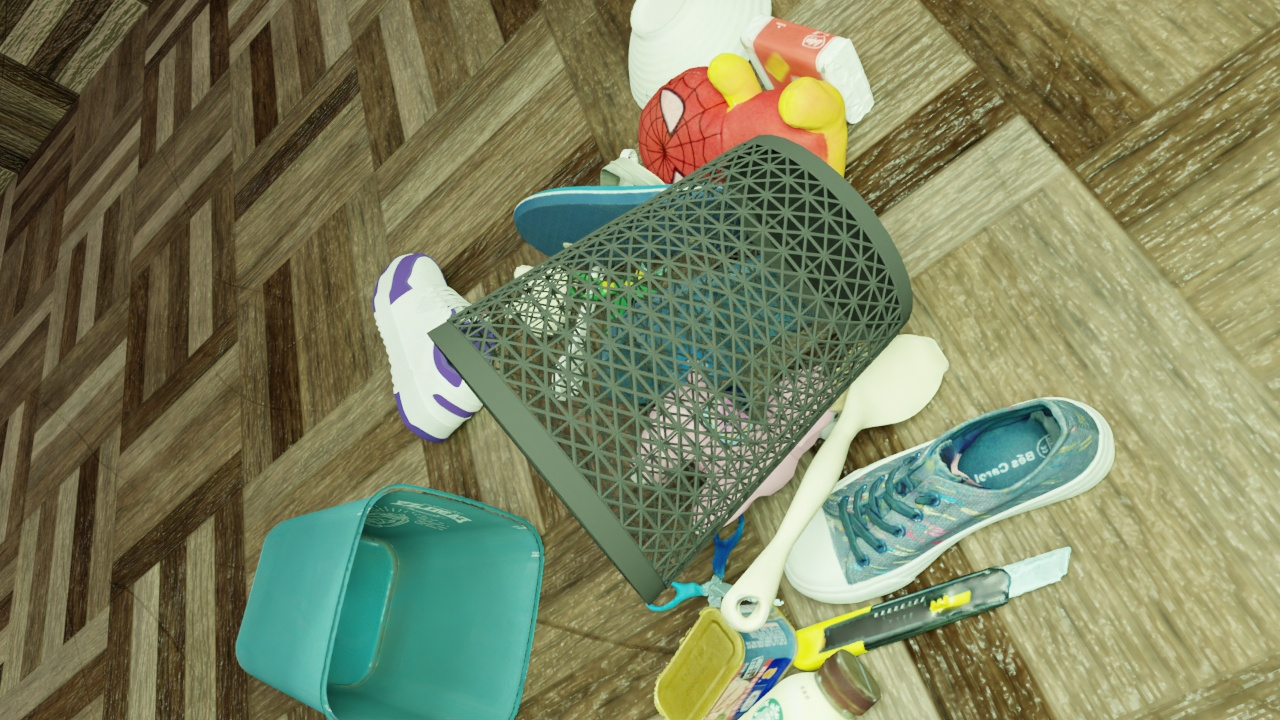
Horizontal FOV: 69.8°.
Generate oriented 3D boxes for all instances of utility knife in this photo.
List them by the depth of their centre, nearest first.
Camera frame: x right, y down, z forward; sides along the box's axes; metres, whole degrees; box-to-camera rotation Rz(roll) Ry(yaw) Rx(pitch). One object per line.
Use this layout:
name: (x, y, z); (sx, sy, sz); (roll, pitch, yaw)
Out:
utility knife: (0.188, 0.166, 0.610); (0.203, 0.020, 0.028); (-29, 56, 26)

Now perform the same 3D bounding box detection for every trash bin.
trash bin: (0.028, -0.007, 0.594); (0.243, 0.217, 0.217); (-39, 46, -10)
trash bin: (-0.238, 0.226, 0.832); (0.219, 0.196, 0.198); (-10, 63, 43)

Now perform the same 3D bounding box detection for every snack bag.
snack bag: (0.145, -0.256, 0.801); (0.036, 0.077, 0.116); (-47, 47, -4)

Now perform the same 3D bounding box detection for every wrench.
wrench: (-0.042, -0.089, 0.907); (0.009, 0.047, 0.273); (8, 72, 23)

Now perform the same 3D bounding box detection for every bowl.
bowl: (0.040, -0.344, 0.937); (0.178, 0.071, 0.177); (-19, 59, 33)

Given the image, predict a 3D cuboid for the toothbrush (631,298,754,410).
toothbrush: (0.039, -0.012, 0.818); (0.016, 0.017, 0.190); (-50, 47, 3)

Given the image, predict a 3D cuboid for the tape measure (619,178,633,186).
tape measure: (-0.010, -0.158, 0.899); (0.020, 0.062, 0.060); (26, 91, 44)

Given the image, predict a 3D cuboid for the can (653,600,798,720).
can: (0.059, 0.218, 0.650); (0.054, 0.059, 0.100); (48, 116, 42)

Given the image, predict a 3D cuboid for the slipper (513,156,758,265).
slipper: (0.006, -0.132, 0.782); (0.296, 0.118, 0.060); (3, 72, 37)

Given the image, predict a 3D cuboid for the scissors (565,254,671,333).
scissors: (-0.010, -0.070, 0.855); (0.126, 0.011, 0.131); (17, 54, 27)

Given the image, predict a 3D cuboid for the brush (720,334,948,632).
brush: (0.123, 0.069, 0.592); (0.271, 0.062, 0.078); (-46, 4, -38)

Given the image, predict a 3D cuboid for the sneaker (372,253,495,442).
sneaker: (-0.215, -0.039, 0.999); (0.111, 0.091, 0.244); (-33, 56, 23)

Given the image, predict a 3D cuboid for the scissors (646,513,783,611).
scissors: (0.056, 0.171, 0.721); (0.128, 0.014, 0.133); (5, 74, 40)

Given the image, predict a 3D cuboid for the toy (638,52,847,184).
toy: (0.083, -0.193, 0.807); (0.216, 0.098, 0.148); (22, 118, 45)

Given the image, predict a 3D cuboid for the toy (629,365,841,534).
toy: (0.076, 0.056, 0.702); (0.123, 0.067, 0.157); (40, 92, 13)

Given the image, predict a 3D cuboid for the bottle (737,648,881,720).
bottle: (0.090, 0.261, 0.621); (0.162, 0.056, 0.056); (-46, 48, 14)

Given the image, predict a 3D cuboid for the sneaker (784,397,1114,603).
sneaker: (0.185, 0.086, 0.606); (0.236, 0.079, 0.087); (-33, 53, 24)

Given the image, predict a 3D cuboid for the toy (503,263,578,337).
toy: (-0.093, -0.065, 0.932); (0.112, 0.050, 0.087); (1, 69, 36)

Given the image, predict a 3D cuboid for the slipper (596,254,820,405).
slipper: (0.061, -0.024, 0.729); (0.214, 0.104, 0.059); (-27, 42, 10)
